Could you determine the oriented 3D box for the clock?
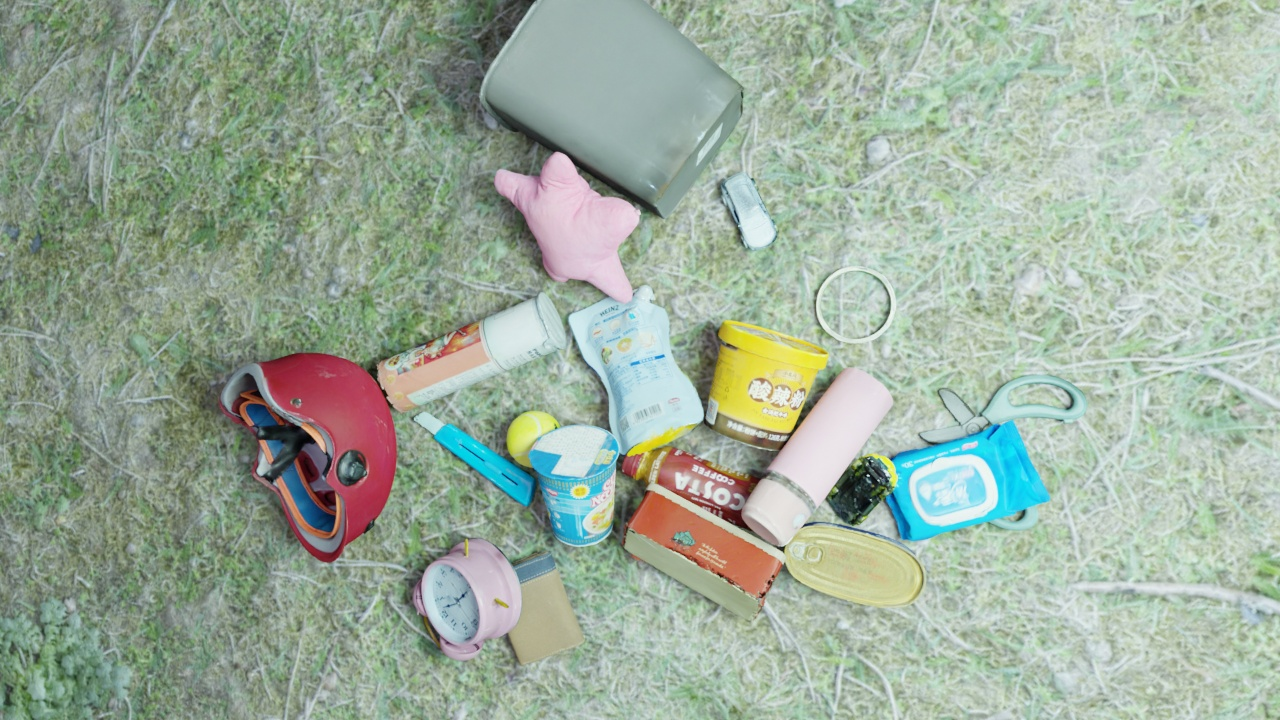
[{"bbox_3d":[-0.206,0.279,1.057,0.117,0.059,0.159,52,127,17],"label":"clock"}]

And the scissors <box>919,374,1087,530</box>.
[{"bbox_3d":[0.398,0.083,0.972,0.179,0.019,0.170,-34,78,11],"label":"scissors"}]

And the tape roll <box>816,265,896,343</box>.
[{"bbox_3d":[0.238,-0.061,1.014,0.086,0.014,0.085,0,88,12],"label":"tape roll"}]

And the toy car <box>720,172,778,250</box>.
[{"bbox_3d":[0.122,-0.168,1.033,0.043,0.034,0.090,-25,85,6],"label":"toy car"}]

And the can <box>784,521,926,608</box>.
[{"bbox_3d":[0.229,0.218,0.988,0.148,0.049,0.074,12,90,12],"label":"can"}]

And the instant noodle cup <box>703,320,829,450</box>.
[{"bbox_3d":[0.128,0.027,0.987,0.118,0.118,0.114,19,99,12],"label":"instant noodle cup"}]

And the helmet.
[{"bbox_3d":[-0.358,0.096,1.062,0.207,0.143,0.240,-8,107,47],"label":"helmet"}]

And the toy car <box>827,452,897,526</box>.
[{"bbox_3d":[0.237,0.136,0.975,0.032,0.105,0.048,-28,66,-34],"label":"toy car"}]

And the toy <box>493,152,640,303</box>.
[{"bbox_3d":[-0.063,-0.140,1.005,0.179,0.074,0.195,0,131,43],"label":"toy"}]

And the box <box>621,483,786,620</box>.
[{"bbox_3d":[0.062,0.215,0.994,0.168,0.091,0.077,27,62,12],"label":"box"}]

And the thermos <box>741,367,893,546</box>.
[{"bbox_3d":[0.187,0.107,0.966,0.067,0.087,0.198,24,69,40],"label":"thermos"}]

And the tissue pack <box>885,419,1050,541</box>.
[{"bbox_3d":[0.330,0.128,0.954,0.157,0.052,0.095,-22,84,27],"label":"tissue pack"}]

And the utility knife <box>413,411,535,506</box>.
[{"bbox_3d":[-0.199,0.112,1.098,0.179,0.018,0.034,32,95,12],"label":"utility knife"}]

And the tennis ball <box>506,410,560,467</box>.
[{"bbox_3d":[-0.122,0.091,1.058,0.065,0.065,0.065,0,88,12],"label":"tennis ball"}]

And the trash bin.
[{"bbox_3d":[-0.019,-0.284,0.993,0.220,0.199,0.199,36,95,4],"label":"trash bin"}]

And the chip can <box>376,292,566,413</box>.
[{"bbox_3d":[-0.197,-0.007,1.075,0.215,0.071,0.071,-22,84,11],"label":"chip can"}]

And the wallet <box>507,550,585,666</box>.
[{"bbox_3d":[-0.123,0.288,1.069,0.090,0.033,0.115,-24,84,13],"label":"wallet"}]

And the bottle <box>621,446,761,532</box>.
[{"bbox_3d":[0.066,0.137,1.021,0.175,0.057,0.057,19,92,11],"label":"bottle"}]

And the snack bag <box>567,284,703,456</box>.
[{"bbox_3d":[-0.006,0.006,1.035,0.110,0.039,0.190,-29,64,17],"label":"snack bag"}]

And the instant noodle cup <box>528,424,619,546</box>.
[{"bbox_3d":[-0.069,0.143,1.019,0.099,0.099,0.110,3,123,12],"label":"instant noodle cup"}]
